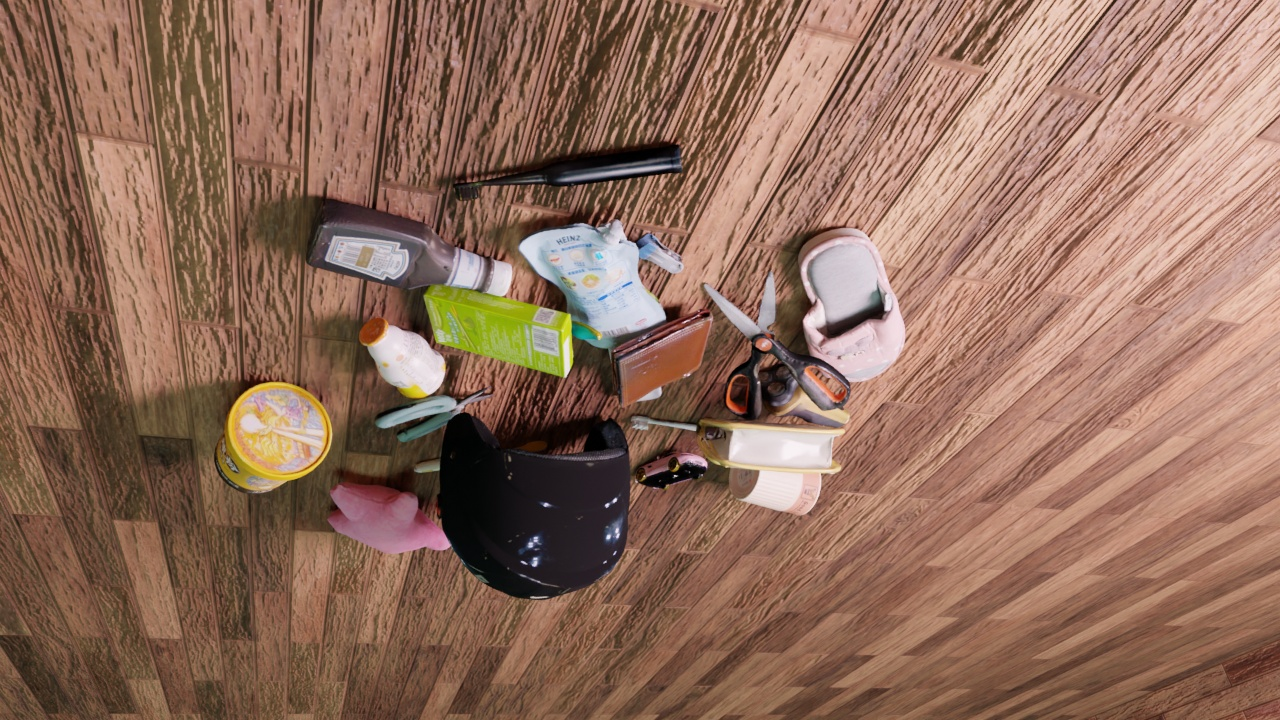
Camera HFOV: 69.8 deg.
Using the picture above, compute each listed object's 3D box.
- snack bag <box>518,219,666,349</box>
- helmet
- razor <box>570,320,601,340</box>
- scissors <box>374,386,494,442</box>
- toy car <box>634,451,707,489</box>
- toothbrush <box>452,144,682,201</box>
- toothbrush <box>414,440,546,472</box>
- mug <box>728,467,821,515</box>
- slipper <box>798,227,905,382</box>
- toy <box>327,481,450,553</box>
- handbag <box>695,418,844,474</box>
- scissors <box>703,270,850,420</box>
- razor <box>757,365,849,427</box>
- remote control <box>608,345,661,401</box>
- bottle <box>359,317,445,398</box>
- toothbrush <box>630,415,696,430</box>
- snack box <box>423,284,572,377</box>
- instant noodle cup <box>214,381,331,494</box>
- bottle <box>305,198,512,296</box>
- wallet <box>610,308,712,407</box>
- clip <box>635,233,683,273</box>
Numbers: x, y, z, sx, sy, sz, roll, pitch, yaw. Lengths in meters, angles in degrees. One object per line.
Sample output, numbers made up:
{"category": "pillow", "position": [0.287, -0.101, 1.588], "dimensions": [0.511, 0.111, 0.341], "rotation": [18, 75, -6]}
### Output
{"category": "snack bag", "position": [-0.045, -0.080, 0.965], "dimensions": [0.110, 0.038, 0.191], "rotation": [-4, 147, 17]}
{"category": "helmet", "position": [-0.134, 0.183, 1.148], "dimensions": [0.233, 0.230, 0.276], "rotation": [6, 160, -28]}
{"category": "razor", "position": [-0.090, -0.029, 1.007], "dimensions": [0.133, 0.028, 0.043], "rotation": [-1, 144, 42]}
{"category": "scissors", "position": [-0.263, 0.070, 1.110], "dimensions": [0.170, 0.019, 0.171], "rotation": [-32, 168, 40]}
{"category": "toy car", "position": [0.043, 0.156, 1.312], "dimensions": [0.056, 0.037, 0.123], "rotation": [26, 147, -32]}
{"category": "toothbrush", "position": [-0.068, -0.171, 0.846], "dimensions": [0.213, 0.026, 0.027], "rotation": [-8, 106, 3]}
{"category": "toothbrush", "position": [-0.220, 0.134, 1.262], "dimensions": [0.191, 0.016, 0.018], "rotation": [-11, 153, 7]}
{"category": "mug", "position": [0.198, 0.158, 1.308], "dimensions": [0.105, 0.081, 0.115], "rotation": [16, 113, -25]}
{"category": "slipper", "position": [0.241, -0.046, 1.041], "dimensions": [0.114, 0.054, 0.274], "rotation": [-14, 143, 12]}
{"category": "toy", "position": [-0.381, 0.227, 1.323], "dimensions": [0.179, 0.074, 0.195], "rotation": [-4, 142, 16]}
{"category": "handbag", "position": [0.154, 0.104, 1.169], "dimensions": [0.163, 0.063, 0.179], "rotation": [6, -179, -13]}
{"category": "scissors", "position": [0.145, -0.002, 1.055], "dimensions": [0.221, 0.021, 0.229], "rotation": [28, 135, -8]}
{"category": "razor", "position": [0.215, 0.051, 1.183], "dimensions": [0.167, 0.062, 0.068], "rotation": [22, 105, -41]}
{"category": "remote control", "position": [-0.007, 0.006, 1.108], "dimensions": [0.056, 0.020, 0.136], "rotation": [-7, 144, 2]}
{"category": "bottle", "position": [-0.266, -0.005, 1.019], "dimensions": [0.063, 0.063, 0.108], "rotation": [-17, 143, 15]}
{"category": "toothbrush", "position": [0.071, 0.094, 1.245], "dimensions": [0.180, 0.016, 0.016], "rotation": [9, 154, -20]}
{"category": "snack box", "position": [-0.150, -0.033, 0.982], "dimensions": [0.156, 0.026, 0.086], "rotation": [14, 144, 10]}
{"category": "instant noodle cup", "position": [-0.449, 0.100, 1.105], "dimensions": [0.118, 0.118, 0.115], "rotation": [20, 146, -31]}
{"category": "bottle", "position": [-0.224, -0.103, 0.907], "dimensions": [0.194, 0.044, 0.080], "rotation": [13, 141, -25]}
{"category": "wallet", "position": [0.024, -0.004, 1.045], "dimensions": [0.124, 0.032, 0.101], "rotation": [-26, 153, -15]}
{"category": "clip", "position": [0.021, -0.110, 0.953], "dimensions": [0.058, 0.036, 0.026], "rotation": [27, 132, -33]}
